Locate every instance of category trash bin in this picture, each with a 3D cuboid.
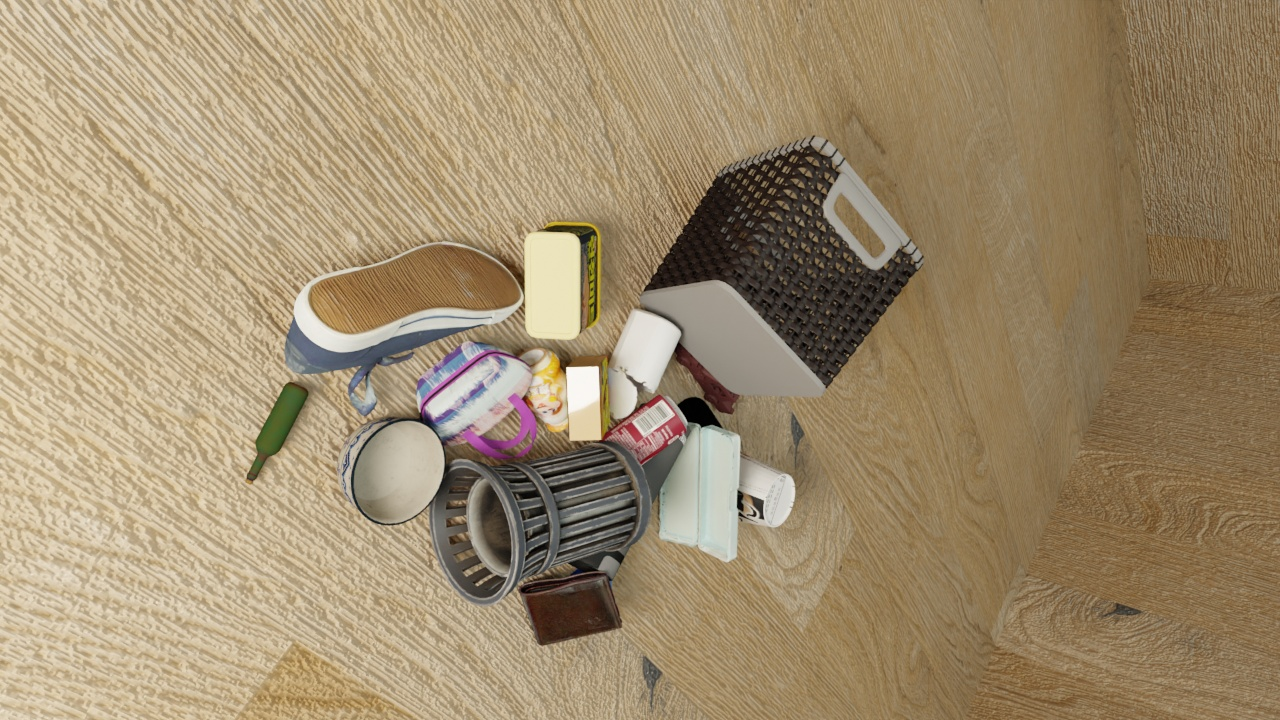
[{"bbox_3d":[-0.110,0.181,1.100,0.226,0.164,0.164,-8,105,-45],"label":"trash bin"}]

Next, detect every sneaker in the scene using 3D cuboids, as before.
[{"bbox_3d":[-0.247,-0.038,0.971,0.120,0.128,0.293,54,37,10],"label":"sneaker"}]

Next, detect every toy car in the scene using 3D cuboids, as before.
[{"bbox_3d":[0.117,0.015,1.396,0.070,0.062,0.170,-58,136,-21],"label":"toy car"}]

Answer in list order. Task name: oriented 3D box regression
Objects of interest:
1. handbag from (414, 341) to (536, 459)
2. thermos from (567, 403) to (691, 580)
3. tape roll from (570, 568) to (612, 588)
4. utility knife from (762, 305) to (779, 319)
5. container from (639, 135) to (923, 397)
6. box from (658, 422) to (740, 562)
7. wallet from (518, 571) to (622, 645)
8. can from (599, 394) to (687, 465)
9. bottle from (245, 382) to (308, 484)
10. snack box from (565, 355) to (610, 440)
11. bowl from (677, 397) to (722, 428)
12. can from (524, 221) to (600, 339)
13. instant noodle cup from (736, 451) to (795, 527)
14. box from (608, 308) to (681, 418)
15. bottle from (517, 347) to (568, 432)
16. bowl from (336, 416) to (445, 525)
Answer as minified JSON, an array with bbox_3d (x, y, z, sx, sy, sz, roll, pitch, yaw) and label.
[{"bbox_3d":[-0.178,0.062,1.075,0.144,0.068,0.170,-39,141,-4],"label":"handbag"},{"bbox_3d":[-0.020,0.182,1.271,0.082,0.082,0.240,47,65,-44],"label":"thermos"},{"bbox_3d":[-0.078,0.336,1.296,0.092,0.016,0.091,-24,117,-43],"label":"tape roll"},{"bbox_3d":[0.203,-0.059,1.514,0.168,0.015,0.022,-53,133,-29],"label":"utility knife"},{"bbox_3d":[0.183,-0.114,1.264,0.247,0.246,0.243,44,70,-21],"label":"container"},{"bbox_3d":[0.089,0.189,1.355,0.043,0.136,0.197,-18,113,-50],"label":"box"},{"bbox_3d":[-0.092,0.330,1.218,0.031,0.120,0.099,-95,173,-60],"label":"wallet"},{"bbox_3d":[0.003,0.099,1.222,0.114,0.063,0.063,-36,128,-8],"label":"can"},{"bbox_3d":[-0.361,0.072,0.903,0.025,0.025,0.106,37,72,-47],"label":"bottle"},{"bbox_3d":[-0.065,0.045,1.155,0.125,0.040,0.088,-69,157,-83],"label":"snack box"},{"bbox_3d":[0.093,0.122,1.404,0.123,0.053,0.124,-15,111,-45],"label":"bowl"},{"bbox_3d":[-0.093,-0.095,1.091,0.101,0.072,0.131,-54,146,-74],"label":"can"},{"bbox_3d":[0.172,0.207,1.463,0.123,0.122,0.124,-15,111,-46],"label":"instant noodle cup"},{"bbox_3d":[-0.009,0.008,1.243,0.161,0.081,0.092,-67,161,-9],"label":"box"},{"bbox_3d":[-0.118,0.038,1.140,0.063,0.063,0.109,-45,131,-32],"label":"bottle"},{"bbox_3d":[-0.274,0.113,0.985,0.115,0.059,0.115,-15,111,-45],"label":"bowl"}]
